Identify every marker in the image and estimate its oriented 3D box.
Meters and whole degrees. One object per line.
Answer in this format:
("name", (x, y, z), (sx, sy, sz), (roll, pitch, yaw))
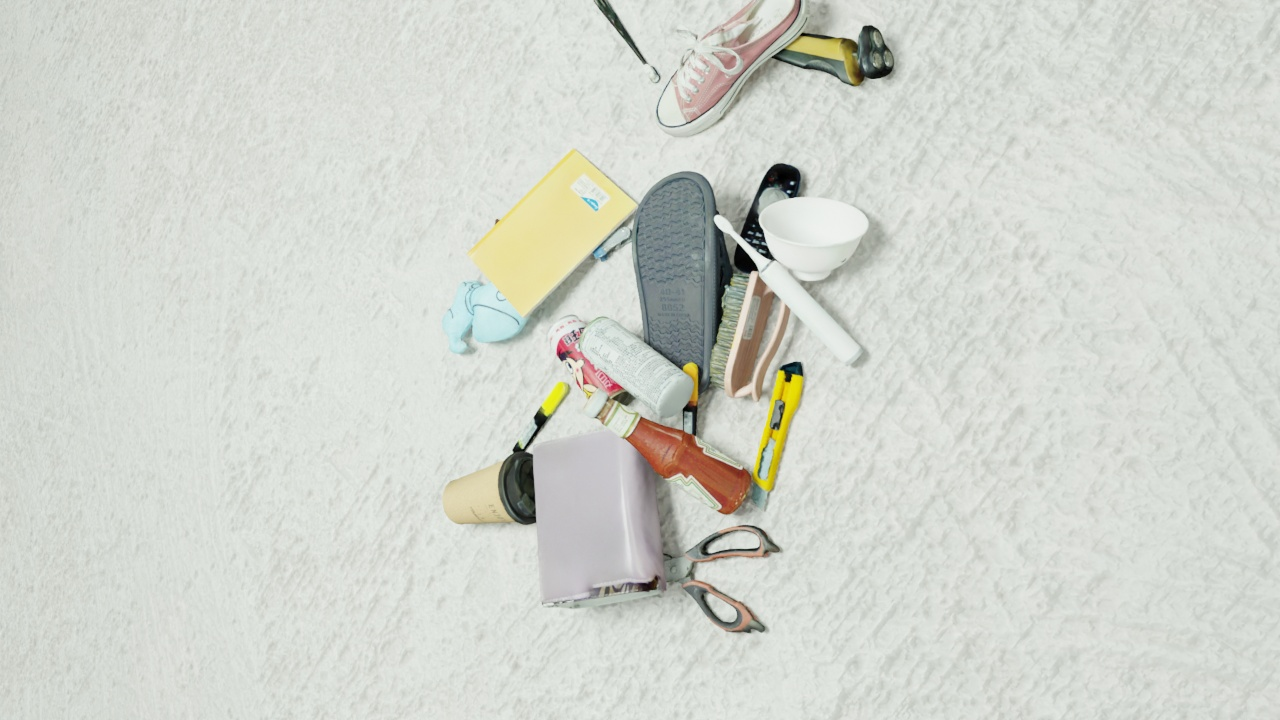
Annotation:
("marker", (-0.132, 0.078, 1.206), (0.018, 0.015, 0.124), (43, 106, 27))
("marker", (0.059, 0.063, 1.083), (0.018, 0.015, 0.124), (9, 109, 27))

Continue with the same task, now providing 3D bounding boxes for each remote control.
("remote control", (0.151, -0.165, 1.082), (0.053, 0.024, 0.136), (23, 93, 30))

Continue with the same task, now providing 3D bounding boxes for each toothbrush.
("toothbrush", (-0.023, -0.435, 1.220), (0.016, 0.018, 0.181), (-40, 65, 21))
("toothbrush", (0.160, -0.081, 1.013), (0.027, 0.026, 0.221), (-44, 90, 9))

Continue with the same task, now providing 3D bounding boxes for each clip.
("clip", (-0.035, -0.152, 1.185), (0.058, 0.044, 0.027), (-32, 68, 15))

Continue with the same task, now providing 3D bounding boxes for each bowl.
("bowl", (0.190, -0.129, 1.026), (0.118, 0.118, 0.065), (22, 132, 29))

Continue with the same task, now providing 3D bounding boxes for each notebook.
("notebook", (-0.119, -0.170, 1.206), (0.206, 0.010, 0.146), (-45, 61, 1))

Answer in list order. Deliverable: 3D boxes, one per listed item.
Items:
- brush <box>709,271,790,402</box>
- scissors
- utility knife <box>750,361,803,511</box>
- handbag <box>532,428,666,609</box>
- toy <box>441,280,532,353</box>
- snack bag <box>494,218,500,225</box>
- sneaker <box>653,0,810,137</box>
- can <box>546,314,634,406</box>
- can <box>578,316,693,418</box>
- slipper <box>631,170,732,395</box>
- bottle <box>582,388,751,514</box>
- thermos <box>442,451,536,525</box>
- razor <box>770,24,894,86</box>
("brush", (0.126, -0.027, 1.054), (0.073, 0.063, 0.145), (15, 91, 29))
("scissors", (0.062, 0.249, 1.075), (0.224, 0.015, 0.189), (42, 102, 27))
("utility knife", (0.155, 0.085, 1.049), (0.033, 0.015, 0.177), (14, 90, 32))
("handbag", (-0.045, 0.185, 1.088), (0.145, 0.098, 0.196), (-17, 68, 28))
("toy", (-0.202, -0.070, 1.243), (0.156, 0.049, 0.161), (33, 95, 36))
("snack bag", (-0.164, -0.161, 1.249), (0.105, 0.026, 0.045), (19, 95, 31))
("sneaker", (0.089, -0.359, 1.087), (0.242, 0.087, 0.118), (-35, 66, 38))
("can", (-0.065, 0.006, 1.156), (0.053, 0.053, 0.132), (-44, 66, 16))
("can", (-0.006, 0.006, 1.078), (0.147, 0.058, 0.058), (37, 100, 32))
("slipper", (0.055, -0.090, 1.099), (0.111, 0.083, 0.268), (5, 104, 29))
("bottle", (0.029, 0.099, 1.037), (0.206, 0.059, 0.060), (33, 100, -6))
("thermos", (-0.184, 0.172, 1.181), (0.144, 0.093, 0.093), (-16, 75, 32))
("razor", (0.211, -0.362, 1.064), (0.167, 0.062, 0.068), (25, 124, 34))
